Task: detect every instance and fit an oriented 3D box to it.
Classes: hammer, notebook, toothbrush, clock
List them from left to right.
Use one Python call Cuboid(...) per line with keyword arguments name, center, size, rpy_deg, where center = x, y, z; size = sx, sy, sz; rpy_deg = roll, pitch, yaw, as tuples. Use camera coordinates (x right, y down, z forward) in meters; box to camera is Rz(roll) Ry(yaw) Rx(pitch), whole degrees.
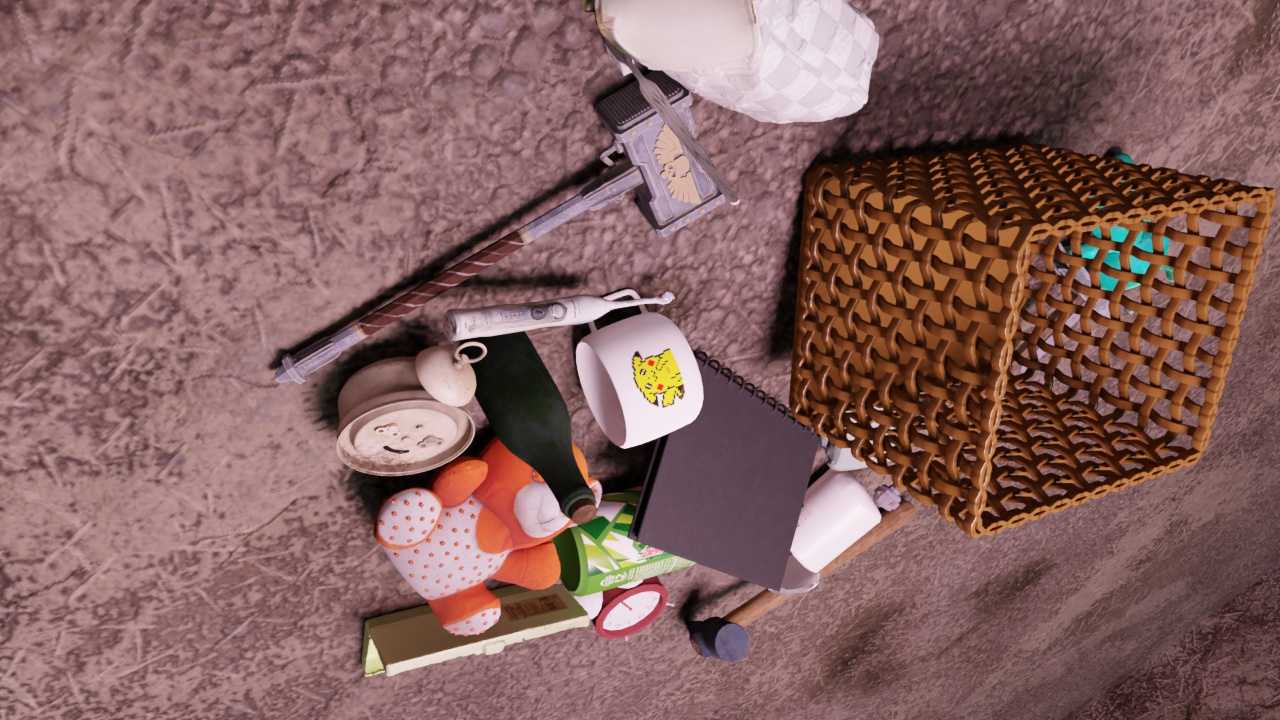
Cuboid(name="clock", center=(-0.154, 0.025, 0.636), size=(0.141, 0.054, 0.092), rpy_deg=(-40, 141, 28))
Cuboid(name="hammer", center=(-0.100, -0.070, 0.609), size=(0.322, 0.044, 0.098), rpy_deg=(-30, 138, -2))
Cuboid(name="toothbrush", center=(-0.050, -0.035, 0.646), size=(0.185, 0.022, 0.024), rpy_deg=(-9, 170, -36))
Cuboid(name="clock", center=(-0.021, 0.238, 0.934), size=(0.087, 0.044, 0.124), rpy_deg=(-37, 139, 2))
Cuboid(name="toothbrush", center=(0.015, -0.136, 0.514), size=(0.010, 0.181, 0.010), rpy_deg=(-26, 141, -3))
Cuboid(name="notebook", center=(0.087, 0.106, 0.837), size=(0.231, 0.019, 0.169), rpy_deg=(31, 72, -46))
Cuboid(name="hammer", center=(0.195, 0.248, 1.068), size=(0.321, 0.040, 0.129), rpy_deg=(-27, 178, -20))
Cuboid(name="hammer", center=(0.362, 0.041, 0.958), size=(0.147, 0.028, 0.317), rpy_deg=(34, 103, -33))

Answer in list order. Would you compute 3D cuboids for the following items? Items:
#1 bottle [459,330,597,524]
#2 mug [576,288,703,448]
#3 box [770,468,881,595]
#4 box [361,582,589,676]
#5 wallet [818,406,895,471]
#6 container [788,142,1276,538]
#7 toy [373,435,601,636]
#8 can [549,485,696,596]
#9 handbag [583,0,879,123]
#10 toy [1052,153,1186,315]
Cuboid(name="bottle", center=(-0.072, 0.044, 0.626), size=(0.055, 0.174, 0.055), rpy_deg=(-18, 135, -19))
Cuboid(name="mug", center=(-0.004, 0.004, 0.705), size=(0.068, 0.094, 0.115), rpy_deg=(-22, 94, -19))
Cuboid(name="box", center=(0.186, 0.194, 1.000), size=(0.160, 0.081, 0.091), rpy_deg=(-41, 123, 8))
Cuboid(name="box", center=(-0.155, 0.243, 0.843), size=(0.187, 0.061, 0.134), rpy_deg=(-7, 169, -27))
Cuboid(name="wallet", center=(0.236, 0.046, 0.926), size=(0.100, 0.054, 0.132), rpy_deg=(-18, 132, -22))
Cuboid(name="container", center=(0.285, -0.036, 0.716), size=(0.251, 0.214, 0.220), rpy_deg=(-11, 116, -25))
Cuboid(name="toy", center=(-0.112, 0.124, 0.729), size=(0.172, 0.093, 0.164), rpy_deg=(-36, 125, -15))
Cuboid(name="can", center=(-0.004, 0.159, 0.844), size=(0.144, 0.083, 0.083), rpy_deg=(-10, 132, -26))
Cuboid(name="handbag", center=(0.066, -0.210, 0.537), size=(0.171, 0.113, 0.123), rpy_deg=(10, 87, -52))
Cuboid(name="toy", center=(0.486, -0.122, 0.921), size=(0.131, 0.072, 0.193), rpy_deg=(-38, 130, 11))
